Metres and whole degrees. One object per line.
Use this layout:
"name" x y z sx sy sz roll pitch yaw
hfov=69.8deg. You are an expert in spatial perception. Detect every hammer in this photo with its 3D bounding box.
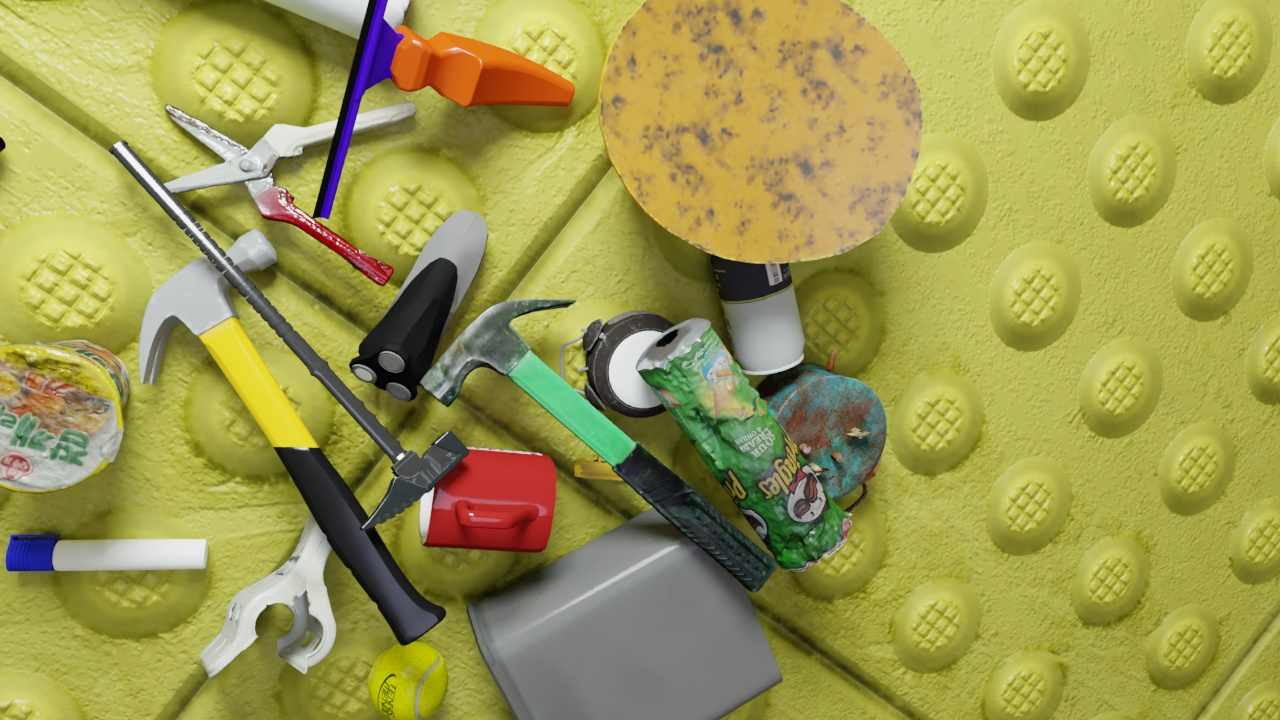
"hammer" -0.265 -0.022 0.657 0.094 0.015 0.325 -44 99 -25
"hammer" -0.014 0.074 0.739 0.319 0.032 0.130 42 75 -8
"hammer" -0.251 0.070 0.680 0.127 0.029 0.323 -33 91 -9

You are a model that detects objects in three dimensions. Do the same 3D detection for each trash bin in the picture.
"trash bin" -0.012 0.254 0.815 0.219 0.097 0.192 -27 109 -11

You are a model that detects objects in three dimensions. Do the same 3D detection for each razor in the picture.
"razor" -0.167 -0.047 0.721 0.057 0.060 0.156 29 78 -10

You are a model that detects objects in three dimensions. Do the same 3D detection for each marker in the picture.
"marker" -0.407 0.147 0.705 0.133 0.023 0.027 3 80 -18

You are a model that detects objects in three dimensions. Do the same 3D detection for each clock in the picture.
"clock" 0.167 0.081 0.844 0.121 0.073 0.158 -28 110 -10
"clock" -0.005 0.005 0.787 0.122 0.044 0.091 -5 104 -16

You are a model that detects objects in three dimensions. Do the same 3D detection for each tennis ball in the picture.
"tennis ball" -0.196 0.272 0.777 0.065 0.065 0.065 -4 103 -17

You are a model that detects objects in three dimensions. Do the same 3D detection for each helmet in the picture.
"helmet" 0.075 -0.186 0.721 0.255 0.131 0.205 11 99 -20

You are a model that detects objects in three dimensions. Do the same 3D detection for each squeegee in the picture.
"squeegee" -0.127 -0.212 0.674 0.184 0.055 0.250 -1 129 -41

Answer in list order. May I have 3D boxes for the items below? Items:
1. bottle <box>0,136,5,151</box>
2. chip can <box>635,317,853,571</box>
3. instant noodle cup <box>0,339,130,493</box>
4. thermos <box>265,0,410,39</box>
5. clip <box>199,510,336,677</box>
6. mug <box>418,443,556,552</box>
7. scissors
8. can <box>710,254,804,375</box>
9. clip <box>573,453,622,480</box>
"bottle" -0.478 -0.115 0.612 0.116 0.041 0.041 -42 111 -5
"chip can" 0.085 0.069 0.756 0.075 0.075 0.223 -38 104 -6
"instant noodle cup" -0.400 0.029 0.633 0.102 0.108 0.102 -4 103 -17
"thermos" -0.271 -0.287 0.625 0.230 0.068 0.068 17 97 -21
"clip" -0.267 0.190 0.713 0.150 0.127 0.110 -45 104 -29
"mug" -0.121 0.115 0.737 0.096 0.116 0.080 7 95 -19
"scissors" -0.247 -0.145 0.683 0.199 0.015 0.179 41 78 -10
"can" 0.104 -0.044 0.799 0.064 0.064 0.127 -19 107 -13
"clip" -0.029 0.086 0.808 0.054 0.046 0.048 7 125 -17
